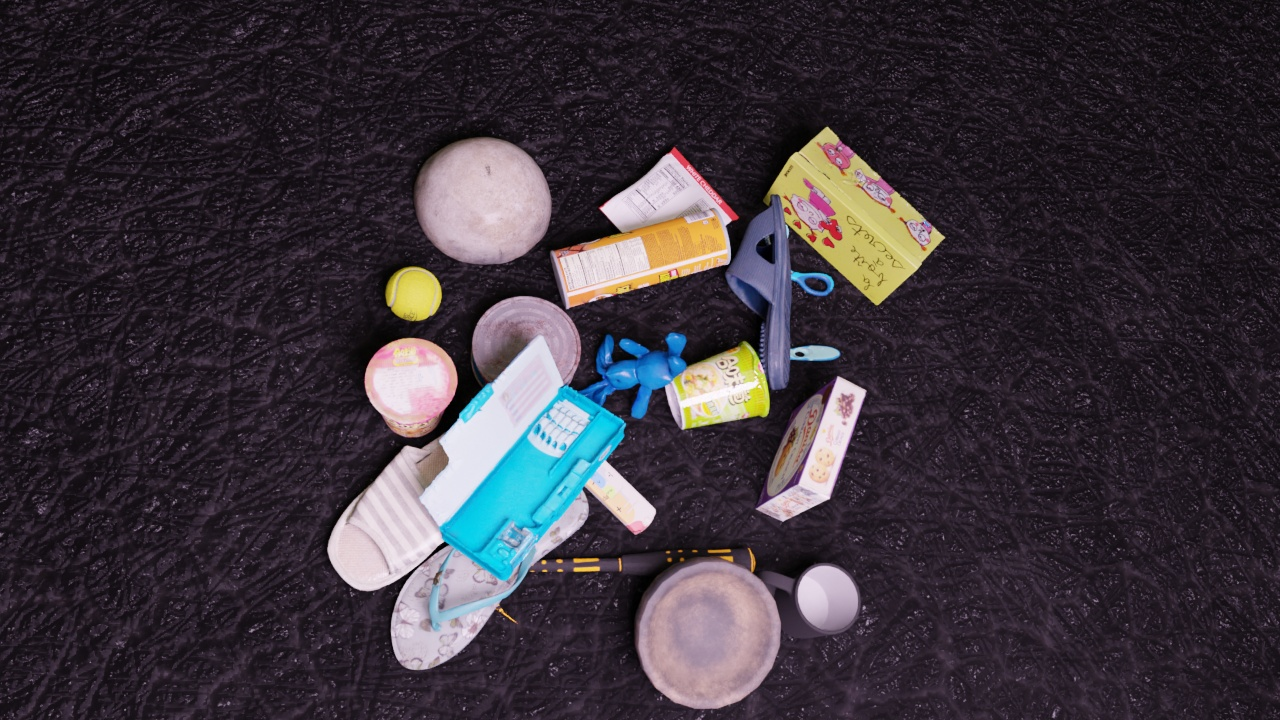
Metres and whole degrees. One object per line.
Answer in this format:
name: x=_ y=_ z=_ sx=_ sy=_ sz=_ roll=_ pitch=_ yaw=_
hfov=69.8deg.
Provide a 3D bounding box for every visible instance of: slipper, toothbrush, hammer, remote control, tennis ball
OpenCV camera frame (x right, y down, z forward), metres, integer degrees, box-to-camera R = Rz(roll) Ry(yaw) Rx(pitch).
slipper: x=0.152 y=-0.087 z=1.183 sx=0.083 sy=0.101 sz=0.263 roll=-2 pitch=69 yaw=15
slipper: x=-0.232 y=0.146 z=1.040 sx=0.114 sy=0.054 sz=0.272 roll=42 pitch=67 yaw=10
slipper: x=-0.172 y=0.220 z=1.005 sx=0.098 sy=0.055 sz=0.268 roll=42 pitch=75 yaw=15
toothbrush: x=0.202 y=-0.007 z=1.207 sx=0.135 sy=0.017 sz=0.022 roll=-3 pitch=64 yaw=-13
hammer: x=-0.023 y=0.239 z=1.062 sx=0.320 sy=0.036 sz=0.123 roll=2 pitch=71 yaw=-9
remote control: x=-0.035 y=0.153 z=1.097 sx=0.125 sy=0.018 sz=0.038 roll=44 pitch=68 yaw=3
tennis ball: x=-0.273 y=-0.080 z=1.103 sx=0.065 sy=0.065 sz=0.065 roll=4 pitch=70 yaw=-11

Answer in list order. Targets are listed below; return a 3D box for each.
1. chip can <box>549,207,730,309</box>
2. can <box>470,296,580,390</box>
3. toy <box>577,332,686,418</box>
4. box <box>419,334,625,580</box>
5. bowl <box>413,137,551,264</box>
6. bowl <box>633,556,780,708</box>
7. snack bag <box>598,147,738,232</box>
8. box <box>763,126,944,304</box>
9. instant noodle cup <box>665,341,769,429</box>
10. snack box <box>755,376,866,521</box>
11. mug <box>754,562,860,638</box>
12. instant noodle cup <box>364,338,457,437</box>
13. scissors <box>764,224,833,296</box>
chip can: x=0.000 y=-0.129 z=1.157 sx=0.215 sy=0.075 sz=0.075 roll=-16 pitch=74 yaw=-8
can: x=-0.140 y=-0.010 z=1.118 sx=0.130 sy=0.044 sz=0.129 roll=4 pitch=70 yaw=-11
toy: x=-0.007 y=0.006 z=1.100 sx=0.071 sy=0.177 sz=0.112 roll=19 pitch=60 yaw=-46
box: x=-0.139 y=0.105 z=1.013 sx=0.169 sy=0.086 sz=0.226 roll=48 pitch=60 yaw=-13
bowl: x=-0.197 y=-0.216 z=1.162 sx=0.178 sy=0.081 sz=0.178 roll=4 pitch=72 yaw=-12
bowl: x=0.069 y=0.295 z=1.021 sx=0.162 sy=0.070 sz=0.162 roll=0 pitch=90 yaw=-11
snack bag: x=0.040 y=-0.199 z=1.228 sx=0.143 sy=0.039 sz=0.131 roll=-41 pitch=88 yaw=-19
box: x=0.285 y=-0.191 z=1.237 sx=0.082 sy=0.125 sz=0.221 roll=-42 pitch=85 yaw=-22
instant noodle cup: x=0.091 y=0.037 z=1.131 sx=0.108 sy=0.099 sz=0.099 roll=-16 pitch=74 yaw=-8
snack box: x=0.202 y=0.109 z=1.094 sx=0.040 sy=0.148 sz=0.143 roll=26 pitch=66 yaw=-3
mug: x=0.185 y=0.273 z=1.063 sx=0.113 sy=0.088 sz=0.078 roll=24 pitch=67 yaw=-3
instant noodle cup: x=-0.258 y=0.039 z=1.039 sx=0.097 sy=0.109 sz=0.097 roll=4 pitch=69 yaw=-11
scissors: x=0.203 y=-0.126 z=1.253 sx=0.139 sy=0.011 sz=0.133 roll=16 pitch=68 yaw=-5
